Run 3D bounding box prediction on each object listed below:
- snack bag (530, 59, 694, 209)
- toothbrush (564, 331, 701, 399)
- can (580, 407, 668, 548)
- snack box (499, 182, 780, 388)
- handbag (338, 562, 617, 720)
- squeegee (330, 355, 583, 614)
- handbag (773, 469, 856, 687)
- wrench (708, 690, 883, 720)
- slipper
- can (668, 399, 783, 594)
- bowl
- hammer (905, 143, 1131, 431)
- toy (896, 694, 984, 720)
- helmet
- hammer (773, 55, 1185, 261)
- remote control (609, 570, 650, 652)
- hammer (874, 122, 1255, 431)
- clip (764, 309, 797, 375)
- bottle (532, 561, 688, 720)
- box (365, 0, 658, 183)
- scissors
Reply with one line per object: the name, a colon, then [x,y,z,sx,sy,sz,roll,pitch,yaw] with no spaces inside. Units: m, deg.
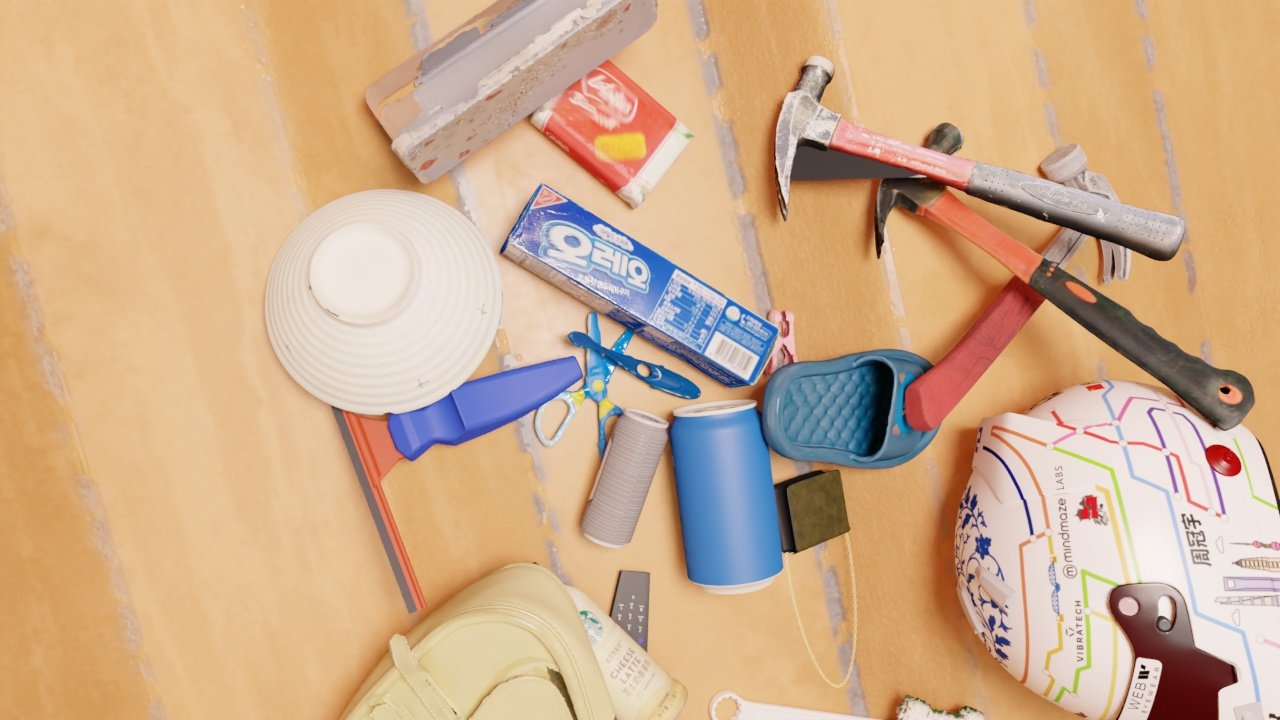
snack bag: [-0.023,-0.187,0.738,0.116,0.036,0.077,38,83,-12]
toothbrush: [-0.004,0.004,0.750,0.132,0.016,0.021,25,79,-26]
can: [-0.013,0.094,0.735,0.044,0.044,0.106,18,97,-14]
snack box: [0.001,-0.055,0.732,0.226,0.059,0.059,29,79,-12]
handbag: [-0.129,0.273,0.667,0.233,0.088,0.191,-33,93,7]
squeegee: [-0.132,0.039,0.707,0.184,0.055,0.249,-22,80,-11]
handbag: [0.153,0.186,0.779,0.083,0.028,0.178,-10,90,-40]
wrench: [0.189,0.326,0.815,0.273,0.009,0.047,13,88,-14]
slipper: [0.187,0.043,0.761,0.213,0.059,0.104,-2,93,-36]
can: [0.069,0.109,0.745,0.079,0.079,0.146,-8,93,-14]
bowl: [-0.191,-0.053,0.659,0.177,0.071,0.177,1,78,-3]
hammer: [0.328,-0.049,0.795,0.315,0.036,0.126,-44,103,-22]
toy: [0.258,0.355,0.808,0.095,0.041,0.109,14,94,-15]
helmet: [0.380,0.174,0.742,0.236,0.231,0.314,-10,79,14]
hammer: [0.263,-0.140,0.741,0.326,0.036,0.140,20,79,12]
remote control: [-0.013,0.237,0.763,0.039,0.010,0.124,8,90,-14]
hammer: [0.332,-0.063,0.739,0.133,0.033,0.333,-43,66,-13]
clip: [0.115,-0.015,0.785,0.037,0.022,0.058,2,85,-11]
bottle: [-0.038,0.228,0.725,0.162,0.056,0.056,43,81,1]
box: [-0.098,-0.226,0.667,0.216,0.096,0.105,-35,74,-3]
scissors: [-0.046,0.019,0.751,0.104,0.019,0.132,-2,92,-19]
